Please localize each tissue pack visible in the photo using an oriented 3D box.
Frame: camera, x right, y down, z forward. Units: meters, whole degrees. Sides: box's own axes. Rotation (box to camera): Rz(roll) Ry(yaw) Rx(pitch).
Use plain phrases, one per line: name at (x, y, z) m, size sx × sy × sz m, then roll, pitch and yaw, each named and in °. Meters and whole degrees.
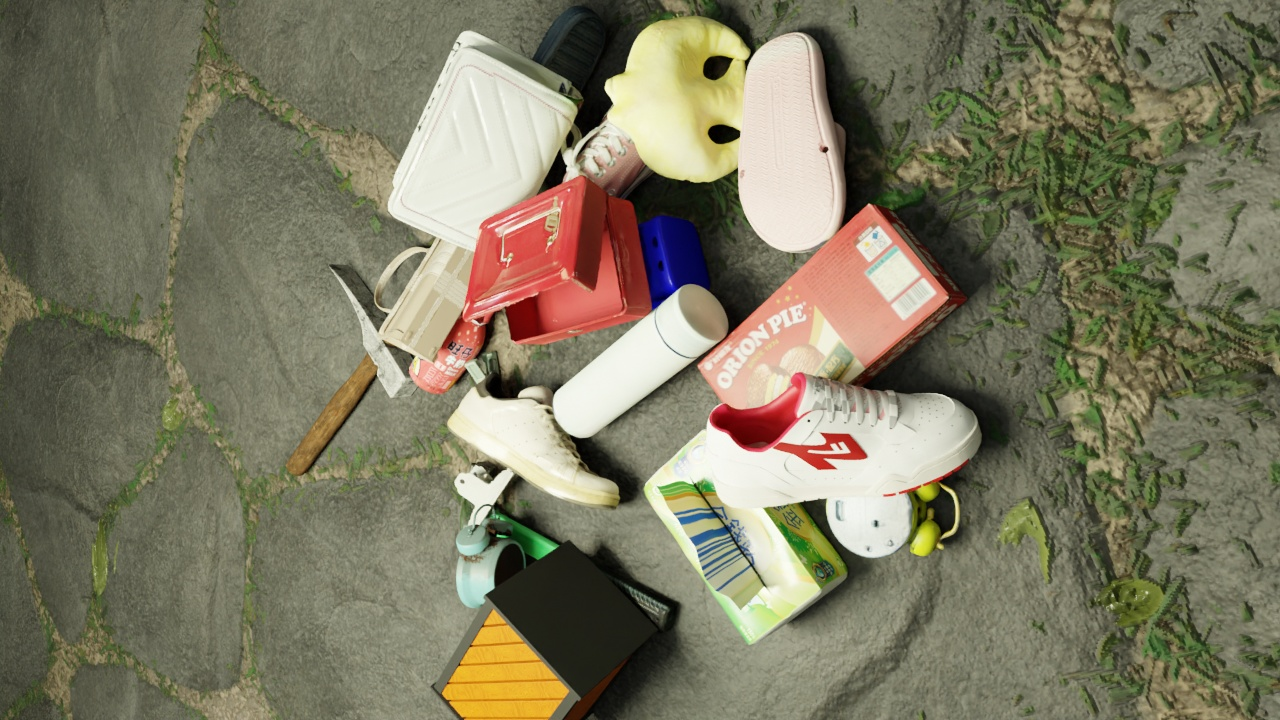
tissue pack at (0.085, 0.168, 0.885) m, size 0.197 × 0.141 × 0.120 m, roll 48°, pitch 116°, yaw 23°

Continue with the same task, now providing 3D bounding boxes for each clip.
clip at (-0.192, 0.154, 1.114) m, size 0.054 × 0.043 × 0.102 m, roll 40°, pitch 112°, yaw 12°
clip at (-0.186, 0.029, 1.134) m, size 0.023 × 0.061 × 0.076 m, roll -15°, pitch 98°, yaw 35°

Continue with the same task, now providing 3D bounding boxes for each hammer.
hammer at (-0.095, 0.234, 1.080) m, size 0.319 × 0.032 × 0.130 m, roll 20°, pitch 103°, yaw 31°
hammer at (-0.443, 0.035, 1.305) m, size 0.301 × 0.037 × 0.217 m, roll -47°, pitch 67°, yaw 27°

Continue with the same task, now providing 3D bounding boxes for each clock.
clock at (0.229, 0.136, 0.836) m, size 0.119 × 0.057 × 0.083 m, roll -2°, pitch 90°, yaw 35°
clock at (-0.174, 0.228, 1.063) m, size 0.053 × 0.089 × 0.124 m, roll 1°, pitch 97°, yaw 22°

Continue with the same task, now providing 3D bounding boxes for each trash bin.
trash bin at (-0.106, 0.325, 0.999) m, size 0.140 × 0.139 × 0.172 m, roll 42°, pitch 123°, yaw 17°

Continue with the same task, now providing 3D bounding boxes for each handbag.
handbag at (-0.280, -0.099, 1.151) m, size 0.198 × 0.062 × 0.175 m, roll 13°, pitch 71°, yaw 50°
handbag at (-0.162, -0.222, 0.957) m, size 0.199 × 0.142 × 0.096 m, roll -57°, pitch 26°, yaw 22°

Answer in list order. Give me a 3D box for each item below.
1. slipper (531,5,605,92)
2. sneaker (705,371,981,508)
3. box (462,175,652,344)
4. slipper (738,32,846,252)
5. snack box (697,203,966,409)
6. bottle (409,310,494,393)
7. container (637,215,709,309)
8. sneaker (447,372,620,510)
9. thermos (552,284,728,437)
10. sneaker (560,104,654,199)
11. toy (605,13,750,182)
slipper at (-0.138, -0.290, 1.044) m, size 0.082 × 0.101 × 0.264 m, roll 43°, pitch 112°, yaw 26°
sneaker at (0.171, 0.055, 0.802) m, size 0.237 × 0.090 × 0.104 m, roll -10°, pitch 121°, yaw 14°
box at (-0.078, -0.093, 0.918) m, size 0.158 × 0.127 × 0.136 m, roll -14°, pitch 63°, yaw 38°
slipper at (0.145, -0.208, 0.879) m, size 0.107 × 0.055 × 0.221 m, roll -12°, pitch 75°, yaw 35°
snack box at (0.174, -0.024, 0.865) m, size 0.237 × 0.060 × 0.113 m, roll -45°, pitch 68°, yaw 27°
bottle at (-0.228, -0.023, 1.139) m, size 0.138 × 0.061 × 0.062 m, roll -49°, pitch 66°, yaw 25°
container at (0.001, -0.094, 0.966) m, size 0.114 × 0.085 × 0.084 m, roll -18°, pitch 83°, yaw 32°
sneaker at (-0.111, 0.088, 1.061) m, size 0.242 × 0.089 × 0.102 m, roll 26°, pitch 87°, yaw 26°
thermos at (-0.006, 0.006, 0.961) m, size 0.231 × 0.067 × 0.068 m, roll -38°, pitch 71°, yaw 42°
sneaker at (-0.047, -0.205, 0.989) m, size 0.118 × 0.087 × 0.241 m, roll 45°, pitch 113°, yaw 25°
toy at (0.041, -0.262, 0.915) m, size 0.065 × 0.154 × 0.170 m, roll 176°, pitch 88°, yaw -79°
